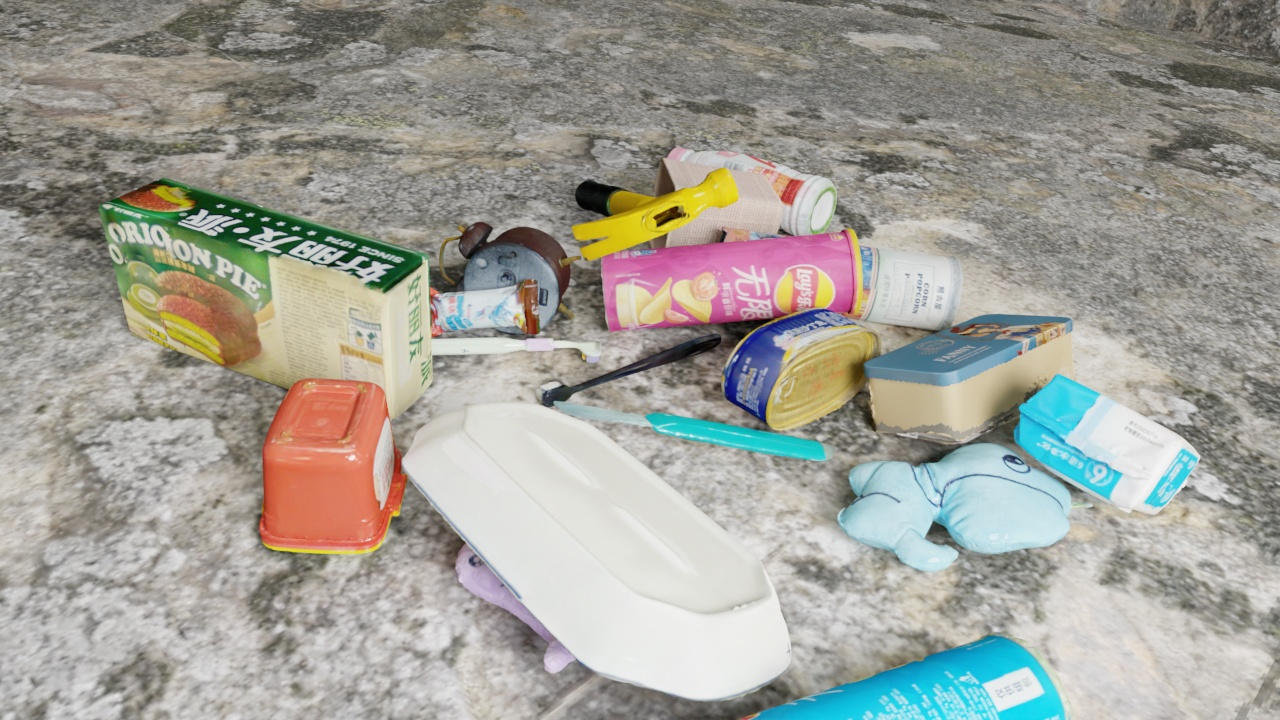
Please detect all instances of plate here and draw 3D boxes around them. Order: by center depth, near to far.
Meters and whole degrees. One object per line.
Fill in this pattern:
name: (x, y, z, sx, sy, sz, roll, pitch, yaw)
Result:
plate: (-0.024, 0.091, 0.535, 0.161, 0.034, 0.266, 2, 26, -47)

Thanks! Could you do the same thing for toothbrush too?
toothbrush: (-0.126, -0.009, 0.729, 0.189, 0.020, 0.029, 0, 4, -9)
toothbrush: (-0.004, 0.004, 0.736, 0.180, 0.016, 0.018, -18, 32, -32)

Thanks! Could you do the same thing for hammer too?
hammer: (-0.018, -0.143, 0.843, 0.128, 0.033, 0.301, -25, 18, -8)

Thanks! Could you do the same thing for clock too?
clock: (-0.113, -0.071, 0.768, 0.122, 0.082, 0.055, 13, 30, 7)

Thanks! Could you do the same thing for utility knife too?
utility knife: (0.043, 0.050, 0.645, 0.215, 0.013, 0.029, 12, 24, -16)

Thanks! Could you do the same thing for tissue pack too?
tissue pack: (0.321, 0.062, 0.635, 0.090, 0.063, 0.140, 36, 12, 37)

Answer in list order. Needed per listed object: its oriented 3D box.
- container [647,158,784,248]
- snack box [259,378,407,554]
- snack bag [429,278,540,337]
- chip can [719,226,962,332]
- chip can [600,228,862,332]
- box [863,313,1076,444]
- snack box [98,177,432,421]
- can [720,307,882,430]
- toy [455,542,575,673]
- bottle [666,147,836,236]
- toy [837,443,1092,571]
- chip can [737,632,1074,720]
container: (0.072, -0.138, 0.901, 0.111, 0.090, 0.090, 4, 33, -12)
snack box: (-0.186, 0.062, 0.556, 0.082, 0.080, 0.091, 4, 34, -6)
snack bag: (-0.132, -0.041, 0.737, 0.104, 0.048, 0.026, 0, 10, 11)
chip can: (0.175, -0.074, 0.838, 0.215, 0.071, 0.071, 8, 34, 2)
chip can: (0.074, -0.066, 0.770, 0.210, 0.071, 0.071, -5, 34, 2)
box: (0.254, 0.012, 0.710, 0.183, 0.061, 0.090, -17, 14, -36)
snack box: (-0.269, -0.046, 0.670, 0.240, 0.115, 0.063, 17, 35, 15)
can: (0.126, 0.004, 0.705, 0.049, 0.075, 0.147, 31, 33, 35)
toy: (-0.059, 0.128, 0.516, 0.108, 0.039, 0.083, 29, 28, 28)
bottle: (0.115, -0.191, 1.009, 0.197, 0.068, 0.068, 25, 37, 31)
toy: (0.216, 0.094, 0.611, 0.156, 0.050, 0.161, 13, 29, 15)
chip can: (0.100, 0.189, 0.432, 0.210, 0.071, 0.071, -8, 37, -23)
